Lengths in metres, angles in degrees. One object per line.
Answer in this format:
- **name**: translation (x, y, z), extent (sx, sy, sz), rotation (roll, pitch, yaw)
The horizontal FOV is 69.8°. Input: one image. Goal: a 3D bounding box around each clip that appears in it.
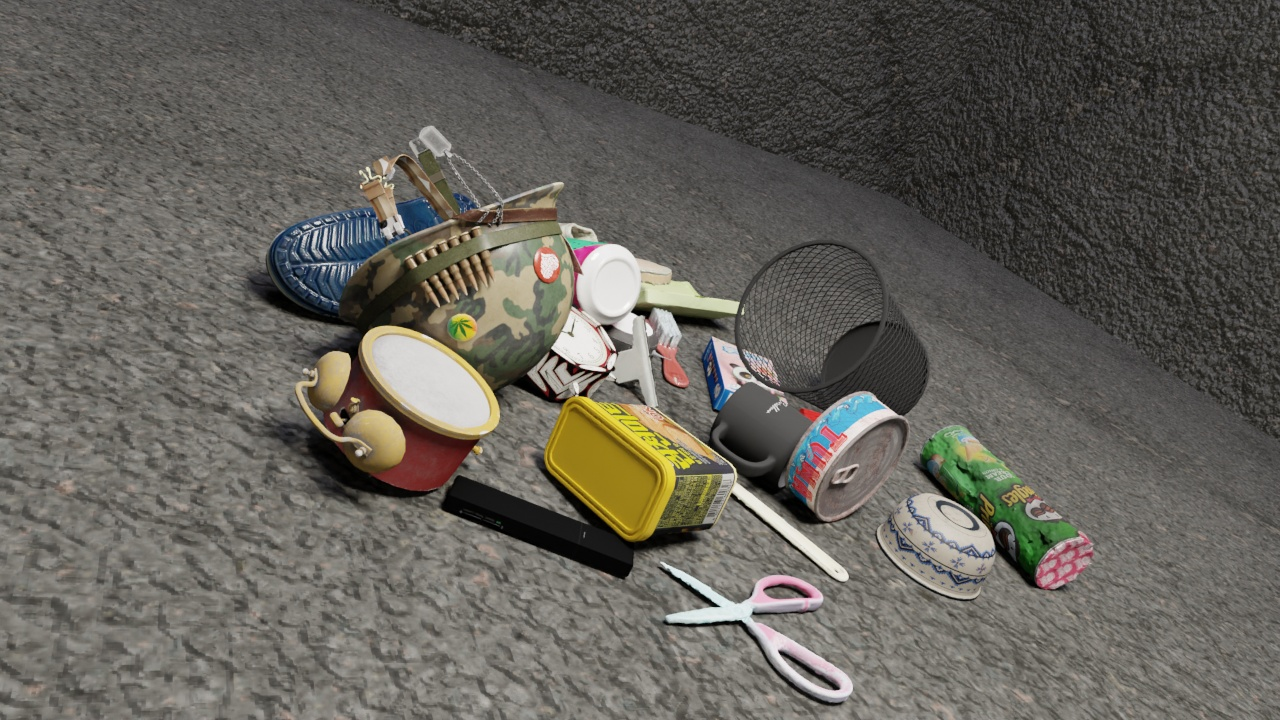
- **clip**: translation (-0.005, 0.006, 1.007), extent (0.054, 0.101, 0.040), rotation (-15, -10, 39)

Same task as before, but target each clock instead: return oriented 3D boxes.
- **clock**: translation (-0.100, -0.021, 0.941), extent (0.154, 0.065, 0.114), rotation (47, 28, 12)
- **clock**: translation (-0.188, 0.042, 0.685), extent (0.117, 0.081, 0.158), rotation (48, 20, 24)
- **clock**: translation (-0.028, -0.032, 1.074), extent (0.122, 0.044, 0.091), rotation (16, 23, -21)

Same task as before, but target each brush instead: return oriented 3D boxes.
- **brush**: translation (0.035, -0.019, 1.132), extent (0.041, 0.030, 0.172), rotation (17, 24, -18)
- **brush**: translation (0.110, 0.139, 0.878), extent (0.218, 0.012, 0.033), rotation (38, 25, 27)

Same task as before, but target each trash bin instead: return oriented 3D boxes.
- **trash bin**: translation (0.244, -0.016, 1.106), extent (0.210, 0.184, 0.184), rotation (31, 10, -50)

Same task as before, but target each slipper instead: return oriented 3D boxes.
- **slipper**: translation (-0.265, -0.104, 0.938), extent (0.095, 0.105, 0.252), rotation (-10, 12, 41)
- **slipper**: translation (-0.085, -0.156, 1.238), extent (0.273, 0.054, 0.114), rotation (19, 9, 8)

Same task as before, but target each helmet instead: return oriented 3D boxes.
- **helmet**: translation (-0.162, -0.092, 0.807), extent (0.236, 0.224, 0.192), rotation (46, 10, -3)

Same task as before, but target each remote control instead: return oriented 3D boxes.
- **remote control**: translation (-0.076, 0.127, 0.703), extent (0.150, 0.013, 0.034), rotation (22, 18, -6)

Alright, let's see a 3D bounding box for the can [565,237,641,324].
- **can**: translation (-0.079, -0.095, 1.049), extent (0.088, 0.088, 0.166), rotation (4, 8, -41)

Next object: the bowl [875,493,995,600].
- **bowl**: translation (0.304, 0.179, 0.923), extent (0.115, 0.059, 0.115), rotation (21, 22, -9)

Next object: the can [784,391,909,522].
- **can**: translation (0.206, 0.096, 0.912), extent (0.129, 0.130, 0.044), rotation (1, 32, -45)

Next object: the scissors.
- **scissors**: translation (0.096, 0.206, 0.706), extent (0.170, 0.014, 0.168), rotation (8, 27, -37)

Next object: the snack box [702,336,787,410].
- **snack box**: translation (0.126, 0.028, 1.116), extent (0.088, 0.033, 0.154), rotation (21, 22, -11)

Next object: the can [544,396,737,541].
- **can**: translation (0.001, 0.090, 0.776), extent (0.101, 0.073, 0.131), rotation (7, 22, -49)

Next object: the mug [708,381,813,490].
- **mug**: translation (0.118, 0.081, 0.931), extent (0.088, 0.078, 0.113), rotation (35, 34, 24)

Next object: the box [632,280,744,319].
- **box**: translation (0.037, -0.087, 1.275), extent (0.187, 0.048, 0.141), rotation (4, 18, -42)

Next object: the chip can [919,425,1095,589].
- **chip can**: translation (0.415, 0.161, 1.061), extent (0.075, 0.076, 0.223), rotation (12, 25, -29)

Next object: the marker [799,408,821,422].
- **marker**: translation (0.258, 0.087, 1.130), extent (0.145, 0.023, 0.021), rotation (16, -14, -21)
